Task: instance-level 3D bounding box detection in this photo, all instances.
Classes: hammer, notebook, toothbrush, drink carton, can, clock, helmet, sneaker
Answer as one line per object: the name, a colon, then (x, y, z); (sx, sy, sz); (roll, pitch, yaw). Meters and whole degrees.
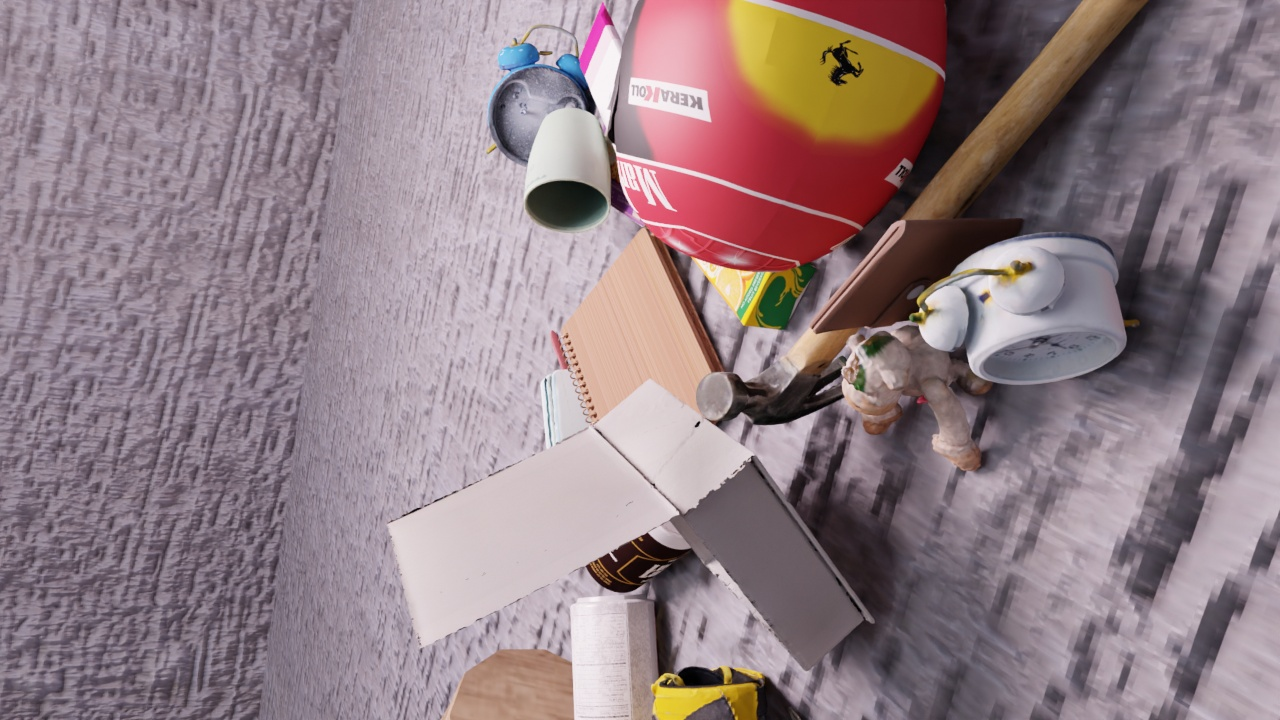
hammer: (0.170, -0.081, 0.549); (0.331, 0.132, 0.033); (-53, 53, 27)
notebook: (-0.005, 0.005, 0.871); (0.170, 0.022, 0.210); (-48, 48, 33)
toothbrush: (-0.080, 0.029, 1.044); (0.016, 0.015, 0.184); (-57, 39, 35)
drink carton: (0.085, -0.085, 0.746); (0.058, 0.041, 0.122); (-66, 34, 29)
can: (0.003, 0.155, 0.820); (0.129, 0.071, 0.071); (-48, 46, 46)
clock: (0.194, -0.028, 0.472); (0.083, 0.117, 0.057); (-36, 49, 53)
helmet: (0.079, -0.172, 0.604); (0.271, 0.197, 0.225); (-123, 49, -73)
clock: (-0.115, -0.304, 1.063); (0.060, 0.116, 0.162); (-117, 42, -61)
can: (-0.023, 0.285, 0.838); (0.078, 0.078, 0.136); (-27, 63, 56)
sneaker: (0.033, 0.314, 0.730); (0.239, 0.086, 0.122); (-45, 44, 53)

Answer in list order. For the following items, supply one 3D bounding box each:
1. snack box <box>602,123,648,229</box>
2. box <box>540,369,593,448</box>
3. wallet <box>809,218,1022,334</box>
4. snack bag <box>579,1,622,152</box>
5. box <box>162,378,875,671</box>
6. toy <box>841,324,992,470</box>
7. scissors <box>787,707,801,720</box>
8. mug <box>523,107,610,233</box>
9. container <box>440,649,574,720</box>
snack box: (0.007, -0.217, 0.902); (0.143, 0.040, 0.148); (44, 123, 54)
box: (-0.060, 0.106, 0.940); (0.071, 0.085, 0.198); (92, 172, -68)
wallet: (0.161, -0.049, 0.530); (0.013, 0.120, 0.088); (59, 136, 26)
snack bag: (-0.026, -0.276, 0.910); (0.070, 0.016, 0.196); (-61, 36, 39)
box: (-0.052, 0.087, 0.577); (0.167, 0.412, 0.149); (34, 111, 64)
toy: (0.159, 0.017, 0.546); (0.074, 0.106, 0.085); (-57, 43, 7)
scissors: (0.153, 0.324, 0.588); (0.226, 0.016, 0.225); (-37, 54, 53)
mug: (-0.070, -0.183, 0.921); (0.111, 0.084, 0.103); (88, -179, -59)
container: (-0.132, 0.413, 0.878); (0.197, 0.226, 0.226); (-57, 39, 28)
